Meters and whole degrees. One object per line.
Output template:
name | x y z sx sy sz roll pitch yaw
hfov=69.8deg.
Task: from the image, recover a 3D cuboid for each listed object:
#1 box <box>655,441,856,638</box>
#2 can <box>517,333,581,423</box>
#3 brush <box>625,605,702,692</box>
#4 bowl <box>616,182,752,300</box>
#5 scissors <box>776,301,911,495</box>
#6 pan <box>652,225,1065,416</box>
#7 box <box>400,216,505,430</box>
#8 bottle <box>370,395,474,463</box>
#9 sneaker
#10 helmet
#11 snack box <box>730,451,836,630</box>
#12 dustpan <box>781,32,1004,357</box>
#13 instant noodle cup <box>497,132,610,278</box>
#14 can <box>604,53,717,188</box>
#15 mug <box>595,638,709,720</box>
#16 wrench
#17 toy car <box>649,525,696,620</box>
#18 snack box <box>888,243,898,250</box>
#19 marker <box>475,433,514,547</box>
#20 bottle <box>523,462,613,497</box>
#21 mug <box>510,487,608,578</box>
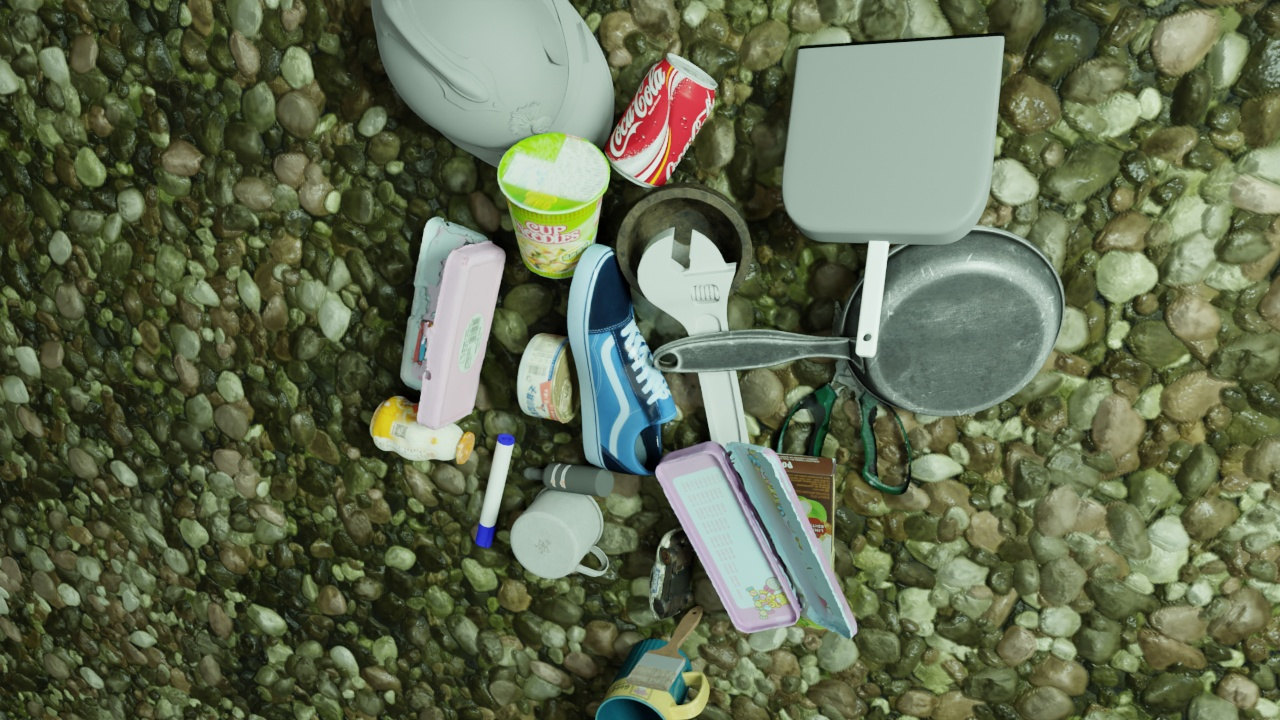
box | 0.114 0.173 0.876 0.150 0.048 0.214 -10 113 45
can | -0.087 0.017 0.917 0.043 0.086 0.086 9 112 17
brush | 0.036 0.292 0.945 0.045 0.142 0.008 2 109 27
bowl | 0.042 -0.111 0.839 0.121 0.056 0.121 5 124 7
scissors | 0.214 0.042 0.863 0.147 0.015 0.210 21 116 14
pan | 0.185 -0.015 0.801 0.357 0.055 0.187 -9 122 9
box | -0.211 -0.039 0.947 0.103 0.086 0.202 27 117 22
bottle | -0.238 0.080 1.007 0.109 0.063 0.063 17 114 9
sneaker | -0.005 0.005 0.882 0.098 0.083 0.242 12 122 27
helmet | -0.155 -0.267 0.817 0.271 0.117 0.184 43 117 -2
snack box | 0.142 0.181 0.919 0.101 0.031 0.186 4 117 17
dustpan | 0.194 -0.132 0.740 0.163 0.033 0.257 5 82 25
instant noodle cup | -0.078 -0.134 0.841 0.099 0.098 0.108 20 147 11
can | 0.018 -0.210 0.809 0.064 0.064 0.105 36 116 3
mug | 0.021 0.366 0.999 0.114 0.107 0.083 -15 102 23
wrench | 0.059 0.002 0.864 0.087 0.018 0.274 -5 122 13
toy car | 0.032 0.223 0.978 0.040 0.048 0.113 28 119 42
snack box | 0.236 -0.129 0.783 0.051 0.031 0.141 10 112 15
marker | -0.163 0.147 1.028 0.020 0.020 0.142 21 115 11
bottle | -0.081 0.125 0.976 0.113 0.030 0.030 1 111 39
mug | -0.081 0.195 0.991 0.084 0.070 0.113 -40 92 26
